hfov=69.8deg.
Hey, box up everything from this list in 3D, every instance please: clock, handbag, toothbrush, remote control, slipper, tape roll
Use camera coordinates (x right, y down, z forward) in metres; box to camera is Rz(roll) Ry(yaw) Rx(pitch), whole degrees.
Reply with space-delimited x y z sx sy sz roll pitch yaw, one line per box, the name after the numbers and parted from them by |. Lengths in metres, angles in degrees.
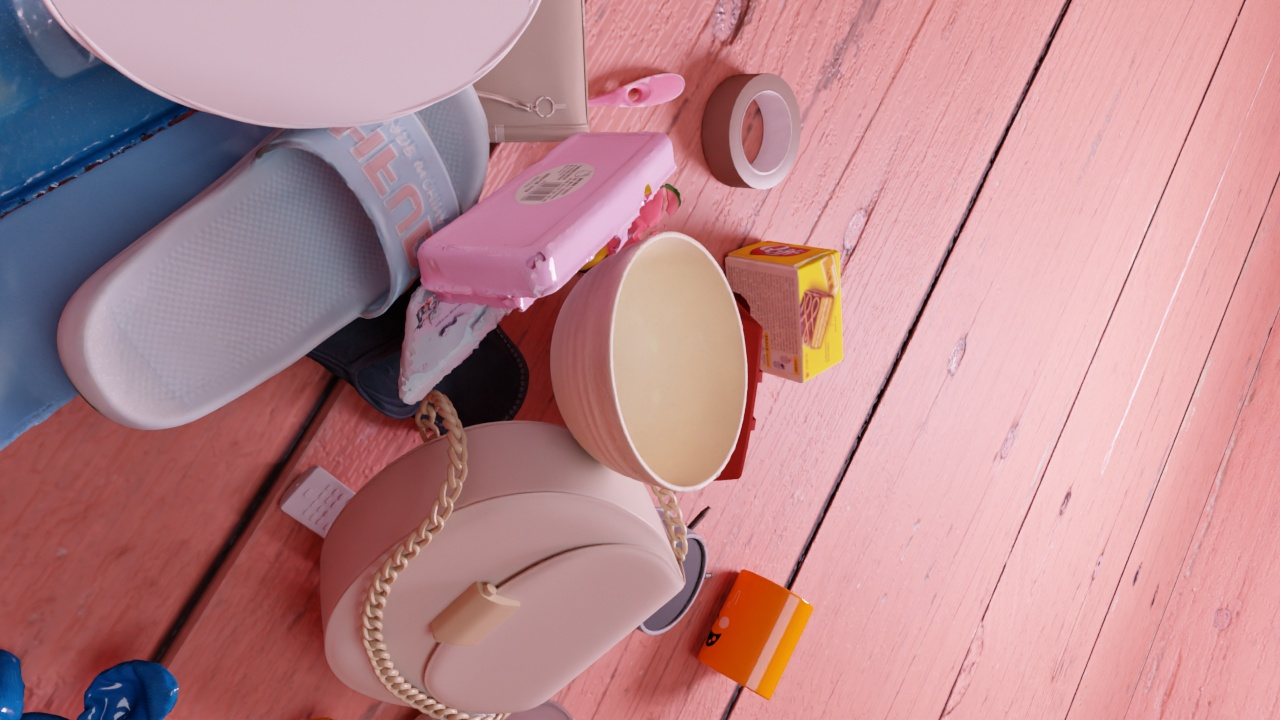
0.001 0.184 0.765 0.147 0.056 0.104 -33 131 -39 | clock
-0.092 0.133 0.588 0.211 0.103 0.208 -43 131 18 | handbag
-0.129 -0.215 0.541 0.197 0.062 0.176 -13 110 -33 | handbag
-0.012 -0.194 0.675 0.134 0.016 0.022 -25 118 -37 | toothbrush
-0.178 0.114 0.600 0.033 0.012 0.131 -50 131 -13 | remote control
-0.155 -0.059 0.442 0.244 0.074 0.104 -48 125 -30 | slipper
-0.148 -0.031 0.540 0.265 0.084 0.108 44 72 -38 | slipper
0.094 -0.191 0.769 0.093 0.030 0.094 -14 111 -41 | tape roll

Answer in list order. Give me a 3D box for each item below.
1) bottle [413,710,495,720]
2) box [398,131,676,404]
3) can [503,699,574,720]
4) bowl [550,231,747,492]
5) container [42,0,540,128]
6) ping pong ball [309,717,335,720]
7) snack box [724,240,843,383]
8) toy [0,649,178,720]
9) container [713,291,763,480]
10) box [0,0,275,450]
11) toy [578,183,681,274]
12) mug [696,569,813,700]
-0.148 0.273 0.653 0.136 0.044 0.044 -44 128 -27 | bottle
-0.055 -0.056 0.524 0.200 0.111 0.101 -55 147 -54 | box
-0.073 0.348 0.707 0.099 0.099 0.144 -38 125 -31 | can
-0.003 0.003 0.551 0.150 0.075 0.150 11 76 -54 | bowl
-0.142 -0.225 0.366 0.189 0.190 0.186 11 57 -45 | container
-0.208 0.251 0.591 0.040 0.040 0.040 -14 111 -41 | ping pong ball
0.126 -0.046 0.803 0.061 0.084 0.106 -25 119 -37 | snack box
-0.314 0.183 0.452 0.112 0.071 0.176 -55 133 -4 | toy
0.026 0.010 0.716 0.127 0.201 0.148 6 98 -8 | container
-0.273 -0.081 0.413 0.231 0.060 0.175 -45 120 -33 | box
-0.018 -0.109 0.671 0.084 0.046 0.103 18 97 -33 | toy
0.112 0.267 0.893 0.095 0.078 0.113 -60 162 -14 | mug
